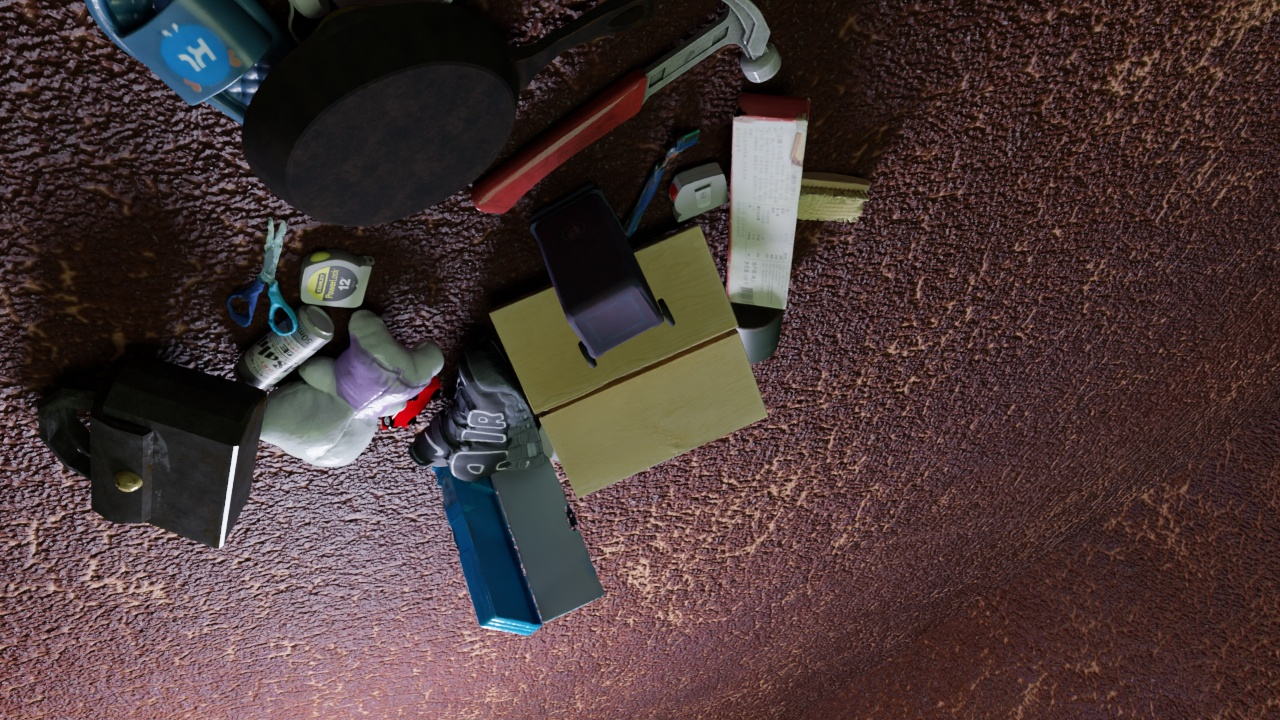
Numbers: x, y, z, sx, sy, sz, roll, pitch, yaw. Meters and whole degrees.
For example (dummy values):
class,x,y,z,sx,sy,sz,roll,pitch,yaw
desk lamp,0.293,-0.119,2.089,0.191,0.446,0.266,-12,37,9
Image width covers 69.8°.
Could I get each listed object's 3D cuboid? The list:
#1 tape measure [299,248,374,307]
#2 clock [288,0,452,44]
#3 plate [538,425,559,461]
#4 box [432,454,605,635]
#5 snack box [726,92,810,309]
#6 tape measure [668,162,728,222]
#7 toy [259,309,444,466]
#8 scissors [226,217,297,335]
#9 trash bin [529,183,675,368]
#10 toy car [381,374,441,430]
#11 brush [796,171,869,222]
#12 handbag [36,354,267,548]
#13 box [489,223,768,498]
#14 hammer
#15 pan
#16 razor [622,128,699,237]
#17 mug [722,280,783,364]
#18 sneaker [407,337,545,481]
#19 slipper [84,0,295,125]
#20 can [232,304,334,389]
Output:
class,x,y,z,sx,sy,sz,roll,pitch,yaw
tape measure,-0.300,-0.081,0.903,0.065,0.016,0.064,1,137,-30
clock,-0.197,-0.284,0.673,0.160,0.061,0.119,-40,142,28
plate,-0.058,0.080,1.240,0.172,0.019,0.173,-15,143,-12
box,-0.166,0.231,1.181,0.166,0.243,0.075,-2,136,-29
snack box,0.133,-0.164,0.992,0.077,0.044,0.273,8,143,10
tape measure,0.062,-0.178,0.972,0.060,0.020,0.062,-22,153,-2
toy,-0.313,0.044,0.993,0.210,0.085,0.137,-38,141,20
scissors,-0.356,-0.081,0.864,0.073,0.016,0.134,16,125,-6
trash bin,-0.044,-0.088,0.912,0.094,0.160,0.092,-28,138,6
toy car,-0.271,0.050,1.077,0.090,0.025,0.038,-43,157,31
brush,0.206,-0.182,1.038,0.117,0.039,0.049,-1,137,-25
handbag,-0.498,0.087,0.919,0.199,0.102,0.198,19,131,-10
box,-0.007,0.005,1.040,0.247,0.076,0.257,-23,115,0
hammer,-0.028,-0.234,0.850,0.316,0.036,0.126,-32,141,12
pan,-0.140,-0.213,0.748,0.355,0.043,0.249,-27,164,-9
razor,0.013,-0.182,0.949,0.043,0.018,0.141,-39,168,-52
mug,0.119,-0.044,1.128,0.111,0.085,0.081,-18,145,-8
sneaker,-0.206,0.070,1.074,0.150,0.097,0.253,-23,151,-9
slipper,-0.310,-0.219,0.680,0.104,0.059,0.213,-20,147,19
can,-0.363,-0.012,0.933,0.107,0.044,0.044,-35,143,15
